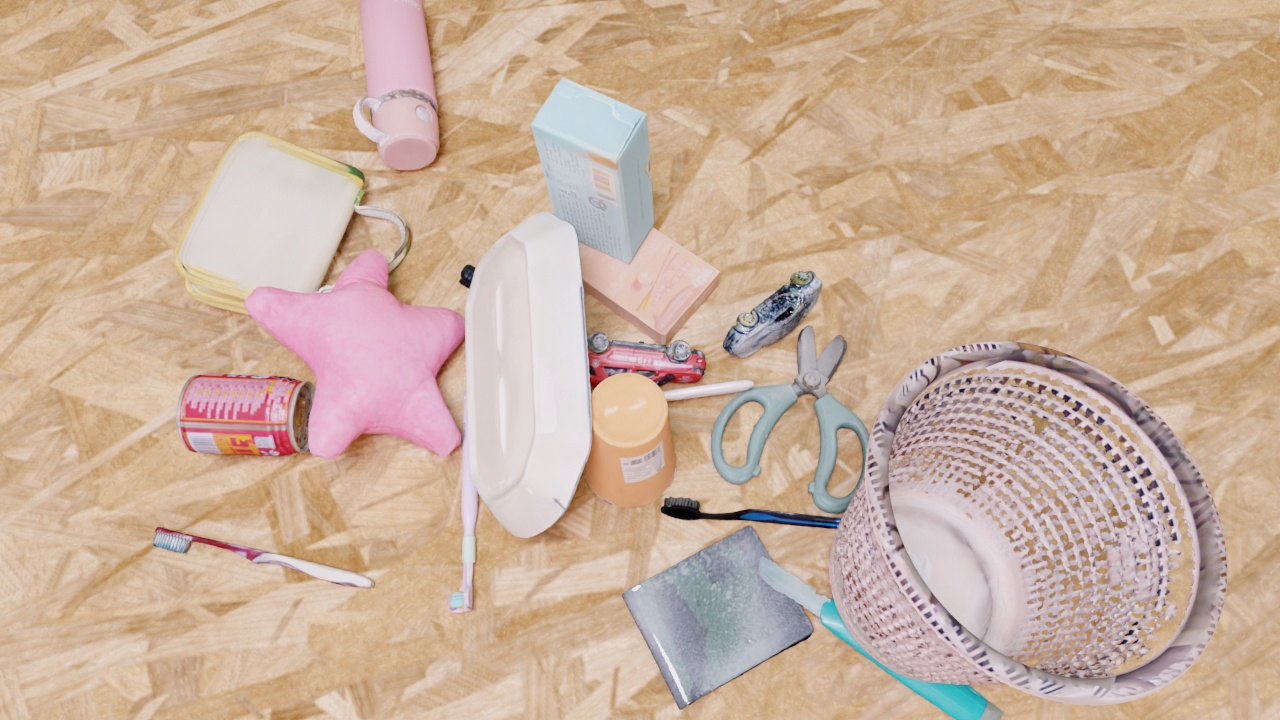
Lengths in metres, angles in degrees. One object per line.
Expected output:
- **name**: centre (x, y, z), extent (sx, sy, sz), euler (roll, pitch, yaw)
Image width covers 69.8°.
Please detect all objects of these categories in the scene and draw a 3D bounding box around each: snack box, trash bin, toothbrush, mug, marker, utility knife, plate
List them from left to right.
- **toothbrush**: centre (-0.302, 0.160, 0.732), extent (0.187, 0.016, 0.017), euler (12, 73, 6)
- **toothbrush**: centre (-0.143, 0.109, 0.751), extent (0.021, 0.029, 0.188), euler (19, 57, -36)
- **plate**: centre (-0.099, 0.005, 0.725), extent (0.034, 0.162, 0.265), euler (11, 62, -34)
- **marker**: centre (-0.111, -0.045, 0.824), extent (0.131, 0.018, 0.022), euler (36, 96, 16)
- **snack box**: centre (-0.034, -0.150, 0.754), extent (0.074, 0.175, 0.051), euler (27, 73, 12)
- **snack box**: centre (-0.014, -0.089, 0.837), extent (0.157, 0.026, 0.084), euler (36, 70, 16)
- **mug**: centre (-0.009, 0.061, 0.714), extent (0.078, 0.123, 0.078), euler (0, 66, 0)
- **toothbrush**: centre (0.007, 0.036, 0.778), extent (0.180, 0.016, 0.016), euler (-9, 74, 2)
- **toothbrush**: centre (0.111, 0.126, 0.743), extent (0.189, 0.014, 0.016), euler (4, 40, 2)
- **utility knife**: centre (0.177, 0.213, 0.697), extent (0.209, 0.013, 0.029), euler (34, 67, 11)
- **trash bin**: centre (0.230, 0.129, 0.628), extent (0.227, 0.193, 0.227), euler (4, 61, -8)

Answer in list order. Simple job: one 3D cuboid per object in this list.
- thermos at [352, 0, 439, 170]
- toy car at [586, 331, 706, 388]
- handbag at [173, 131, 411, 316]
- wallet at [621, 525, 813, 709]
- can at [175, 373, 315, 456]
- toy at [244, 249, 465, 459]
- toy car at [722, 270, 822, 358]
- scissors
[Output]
- **thermos**: centre (-0.245, -0.283, 0.901), extent (0.067, 0.087, 0.198), euler (-31, 58, 36)
- **toy car**: centre (-0.005, 0.005, 0.778), extent (0.120, 0.053, 0.045), euler (3, 80, 4)
- **handbag**: centre (-0.308, -0.108, 0.841), extent (0.178, 0.063, 0.163), euler (18, 66, -7)
- **wallet**: centre (0.060, 0.196, 0.709), extent (0.120, 0.019, 0.097), euler (-26, 69, -12)
- **can**: centre (-0.321, 0.045, 0.757), extent (0.094, 0.067, 0.066), euler (2, 65, 2)
- **toy**: centre (-0.212, -0.001, 0.764), extent (0.178, 0.075, 0.194), euler (-23, 78, -37)
- **toy car**: centre (0.117, -0.037, 0.799), extent (0.105, 0.049, 0.031), euler (-36, 67, -14)
- **scissors**: centre (0.150, 0.053, 0.774), extent (0.169, 0.019, 0.177), euler (34, 69, 16)
